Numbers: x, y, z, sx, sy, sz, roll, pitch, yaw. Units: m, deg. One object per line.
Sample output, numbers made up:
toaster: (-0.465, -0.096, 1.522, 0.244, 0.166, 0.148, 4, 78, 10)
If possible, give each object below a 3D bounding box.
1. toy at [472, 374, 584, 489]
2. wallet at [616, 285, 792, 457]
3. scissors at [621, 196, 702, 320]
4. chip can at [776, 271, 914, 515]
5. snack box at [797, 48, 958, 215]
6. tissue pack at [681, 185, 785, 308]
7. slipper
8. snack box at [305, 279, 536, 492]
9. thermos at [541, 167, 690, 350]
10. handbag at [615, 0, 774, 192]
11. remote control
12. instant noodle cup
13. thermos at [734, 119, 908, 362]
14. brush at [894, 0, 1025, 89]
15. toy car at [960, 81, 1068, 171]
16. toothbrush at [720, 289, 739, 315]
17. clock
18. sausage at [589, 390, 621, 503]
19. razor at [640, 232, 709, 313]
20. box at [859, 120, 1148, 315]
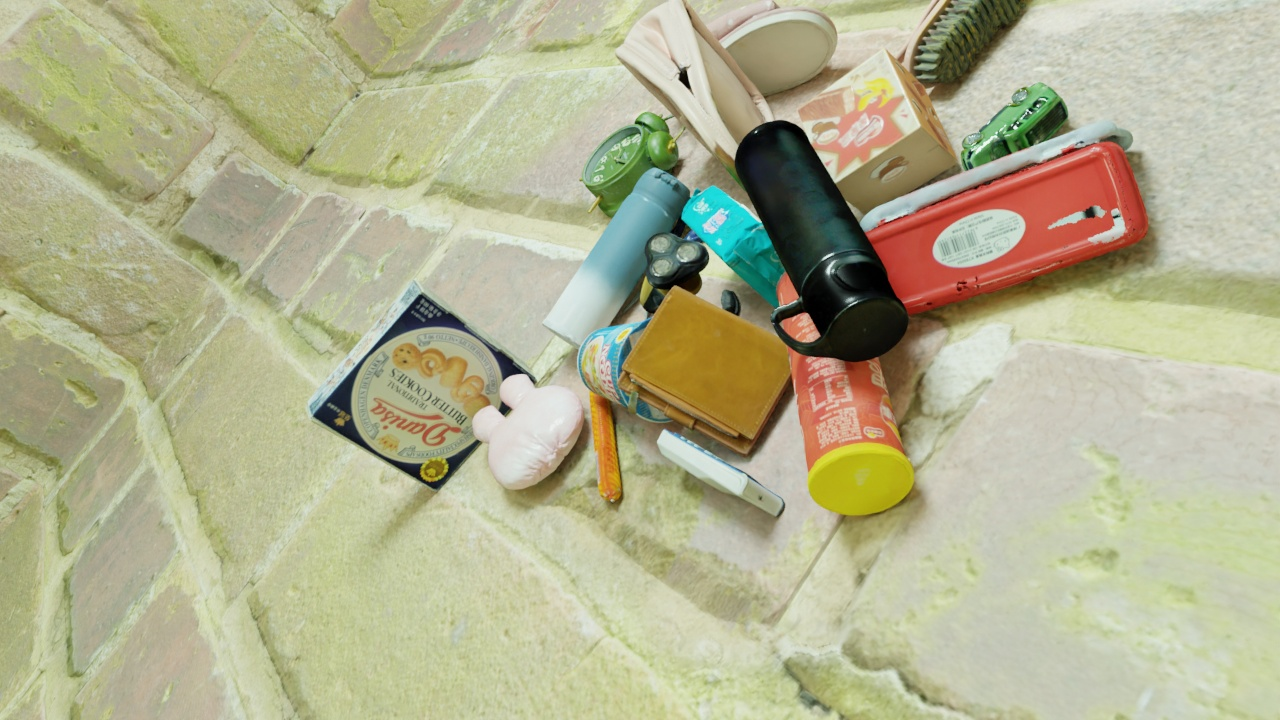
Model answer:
toy: (-0.120, 0.069, 0.960, 0.121, 0.054, 0.159, -49, 37, -4)
wallet: (0.055, 0.012, 0.782, 0.131, 0.035, 0.119, 29, 81, 16)
scissors: (0.036, -0.123, 1.017, 0.163, 0.012, 0.162, -35, 38, 21)
chip can: (0.149, 0.011, 0.700, 0.073, 0.073, 0.216, -30, 38, 25)
snack box: (0.208, -0.199, 0.809, 0.093, 0.077, 0.094, -31, 58, 31)
tissue pack: (0.098, -0.108, 0.858, 0.050, 0.093, 0.133, -47, 34, 9)
slipper: (0.117, -0.355, 1.071, 0.275, 0.114, 0.054, -7, 64, 54)
snack box: (-0.239, 0.033, 1.018, 0.182, 0.178, 0.046, -49, 37, 1)
thermos: (-0.022, -0.111, 1.011, 0.220, 0.070, 0.070, -57, 34, -5)
handbag: (0.082, -0.248, 0.946, 0.093, 0.193, 0.234, -38, 45, 18)
remote control: (0.061, 0.090, 0.742, 0.125, 0.049, 0.024, 24, 83, 56)
instant noodle cup: (-0.005, 0.005, 0.871, 0.099, 0.099, 0.110, -58, 27, -15)
thermos: (0.125, -0.097, 0.718, 0.090, 0.068, 0.242, -19, 43, 6)
brush: (0.298, -0.319, 0.872, 0.145, 0.063, 0.073, -51, 38, -1)
toy car: (0.303, -0.183, 0.746, 0.091, 0.043, 0.036, -42, 35, 11)
toothbrush: (0.085, 0.000, 0.836, 0.014, 0.016, 0.188, -27, 41, 28)
clock: (-0.006, -0.251, 1.151, 0.161, 0.056, 0.116, -37, 36, 16)
sausage: (-0.035, 0.076, 0.889, 0.021, 0.021, 0.165, -34, 36, 20)
razor: (0.023, -0.079, 0.896, 0.062, 0.067, 0.168, -32, -3, -10)
box: (0.274, -0.101, 0.702, 0.202, 0.100, 0.095, -19, 85, 37)
